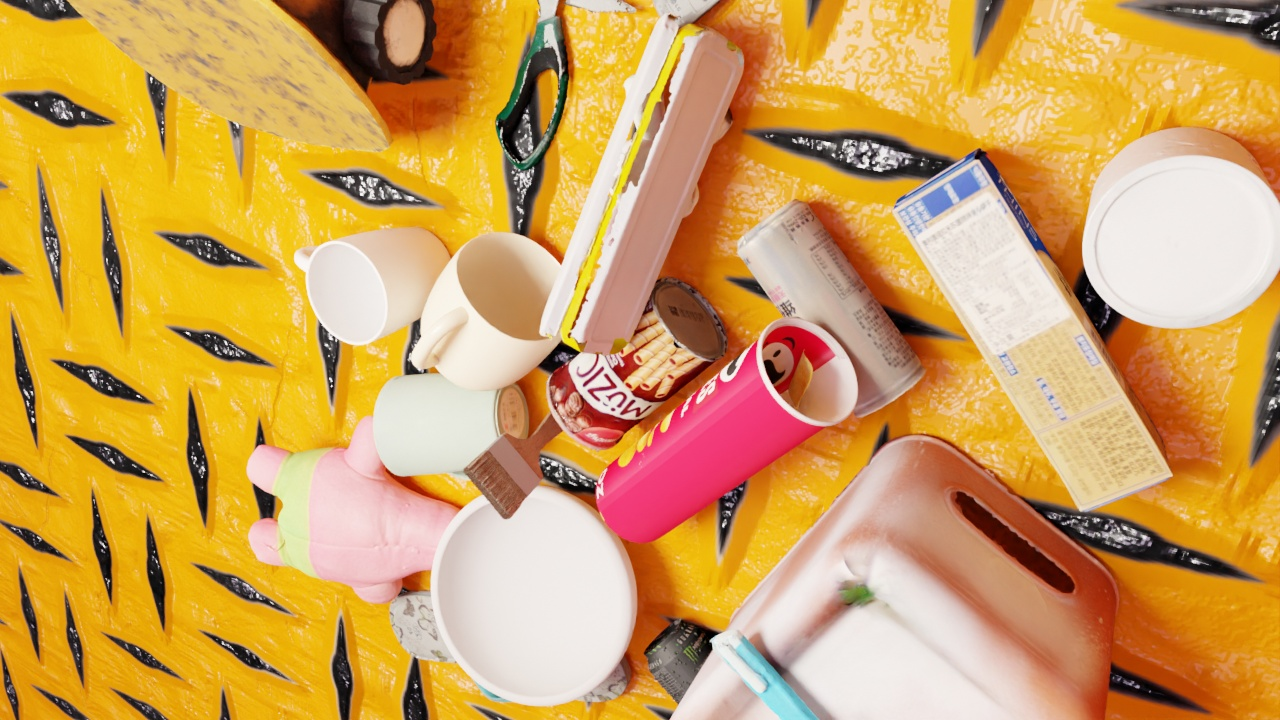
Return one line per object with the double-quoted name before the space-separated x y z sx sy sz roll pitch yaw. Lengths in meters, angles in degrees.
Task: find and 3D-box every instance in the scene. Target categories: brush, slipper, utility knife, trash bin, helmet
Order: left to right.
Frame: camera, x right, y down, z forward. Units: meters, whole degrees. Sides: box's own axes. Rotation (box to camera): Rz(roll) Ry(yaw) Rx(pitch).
"helmet" -0.266 -0.260 0.648 0.255 0.205 0.131 18 75 18
"slipper" -0.137 0.258 0.835 0.269 0.054 0.098 2 107 30
"brush" -0.075 0.057 0.667 0.008 0.142 0.045 -34 99 35
"utility knife" 0.105 0.223 0.520 0.176 0.015 0.022 47 124 7
"trash bin" 0.154 0.205 0.591 0.181 0.157 0.260 40 122 10

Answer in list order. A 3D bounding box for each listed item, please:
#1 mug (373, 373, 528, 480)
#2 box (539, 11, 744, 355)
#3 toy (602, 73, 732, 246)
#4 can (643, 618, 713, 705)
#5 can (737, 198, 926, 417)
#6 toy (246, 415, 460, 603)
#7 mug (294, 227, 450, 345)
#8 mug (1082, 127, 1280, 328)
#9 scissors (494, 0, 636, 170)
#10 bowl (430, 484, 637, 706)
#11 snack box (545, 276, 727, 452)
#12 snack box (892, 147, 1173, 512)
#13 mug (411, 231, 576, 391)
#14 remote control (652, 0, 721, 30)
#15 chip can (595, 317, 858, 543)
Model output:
"mug" -0.145 0.060 0.753 0.104 0.084 0.111 -5 134 18
"box" -0.006 -0.105 0.565 0.070 0.067 0.210 25 104 10
"toy" 0.008 -0.127 0.613 0.079 0.037 0.123 33 113 17
"can" 0.064 0.271 0.727 0.137 0.053 0.054 48 124 5
"can" 0.119 -0.034 0.579 0.054 0.054 0.135 -35 90 34
"toy" -0.240 0.145 0.830 0.237 0.096 0.192 9 111 11
"mug" -0.215 -0.070 0.729 0.114 0.087 0.081 24 119 19
"mug" 0.265 -0.068 0.454 0.082 0.105 0.082 11 113 26
"scissors" -0.098 -0.250 0.639 0.203 0.015 0.202 35 122 15
"bowl" -0.080 0.186 0.754 0.177 0.066 0.176 1 92 19
"snack box" -0.004 0.004 0.651 0.122 0.072 0.072 -40 87 34
"snack box" 0.224 -0.019 0.526 0.056 0.057 0.206 -31 92 30
"mug" -0.119 -0.024 0.675 0.096 0.119 0.100 53 135 7
"remote control" 0.063 -0.249 0.550 0.137 0.013 0.033 -31 92 34
"chip can" 0.046 0.056 0.611 0.069 0.069 0.221 49 139 4
